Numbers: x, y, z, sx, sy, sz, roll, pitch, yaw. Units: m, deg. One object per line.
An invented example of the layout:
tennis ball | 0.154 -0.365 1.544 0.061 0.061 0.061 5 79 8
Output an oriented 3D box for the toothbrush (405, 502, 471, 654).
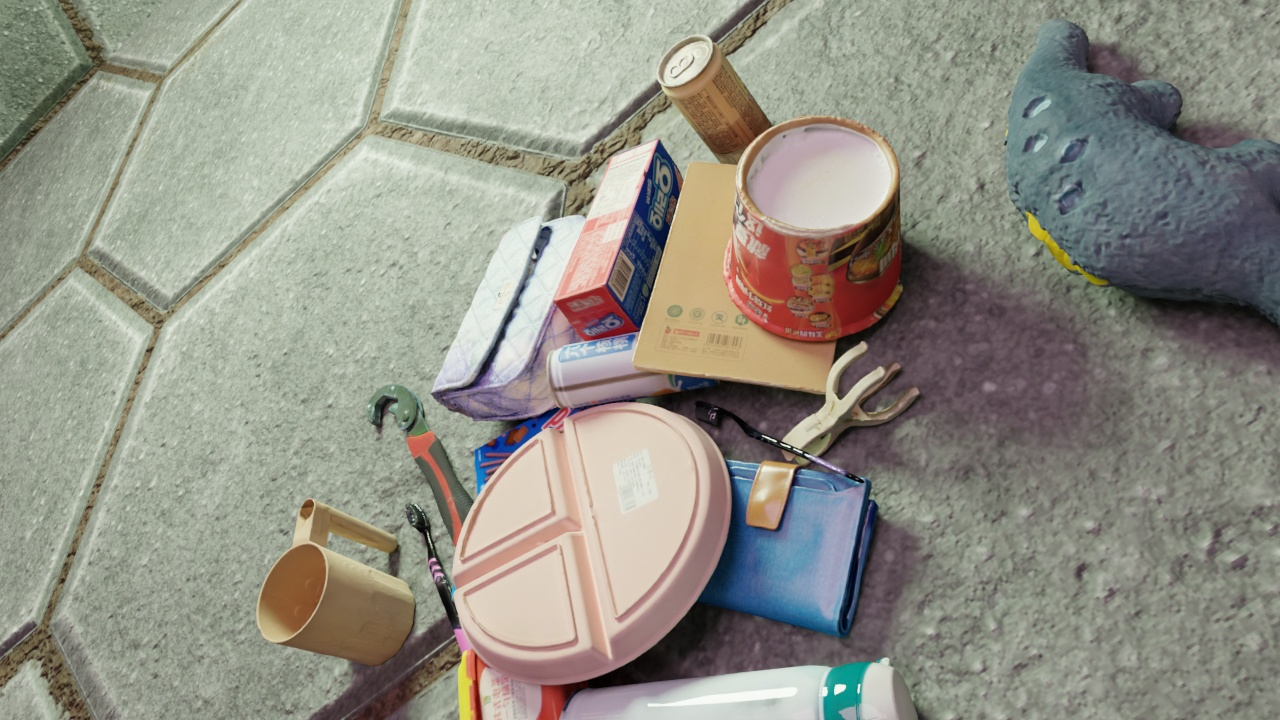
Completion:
toothbrush | -0.175 0.192 0.798 0.014 0.018 0.189 -41 48 6

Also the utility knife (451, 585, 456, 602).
utility knife | -0.075 0.192 0.721 0.199 0.018 0.034 2 77 37

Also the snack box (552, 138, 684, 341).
snack box | -0.013 -0.109 0.801 0.058 0.057 0.206 -15 41 31

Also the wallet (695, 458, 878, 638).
wallet | 0.090 0.123 0.629 0.133 0.040 0.106 4 70 38

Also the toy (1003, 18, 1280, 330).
toy | 0.313 -0.112 0.578 0.138 0.091 0.356 -17 50 -7

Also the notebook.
notebook | 0.088 -0.073 0.718 0.148 0.008 0.207 7 60 15

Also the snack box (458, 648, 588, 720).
snack box | -0.080 0.246 0.651 0.080 0.082 0.091 -22 51 12

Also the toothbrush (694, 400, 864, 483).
toothbrush | 0.091 0.058 0.656 0.189 0.014 0.017 24 89 57

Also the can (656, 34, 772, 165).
can | 0.067 -0.224 0.803 0.059 0.116 0.058 -18 54 27

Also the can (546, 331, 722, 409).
can | -0.004 0.004 0.734 0.135 0.053 0.053 -10 56 12

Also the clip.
clip | 0.136 0.027 0.632 0.103 0.092 0.035 -28 49 6

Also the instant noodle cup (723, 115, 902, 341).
instant noodle cup | 0.123 -0.099 0.658 0.138 0.109 0.137 -5 59 7

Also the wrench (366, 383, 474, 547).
wrench | -0.202 0.099 0.876 0.056 0.016 0.273 -49 46 2

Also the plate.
plate | -0.044 0.120 0.666 0.230 0.028 0.229 -20 41 18

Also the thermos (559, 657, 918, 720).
thermos | 0.057 0.229 0.564 0.225 0.073 0.073 -17 54 28

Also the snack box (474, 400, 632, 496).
snack box | -0.073 0.082 0.781 0.157 0.026 0.084 -29 49 20

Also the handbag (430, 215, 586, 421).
handbag | -0.105 -0.043 0.837 0.134 0.075 0.193 -9 51 42

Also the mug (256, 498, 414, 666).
mug | -0.259 0.195 0.798 0.084 0.103 0.124 -20 53 26
